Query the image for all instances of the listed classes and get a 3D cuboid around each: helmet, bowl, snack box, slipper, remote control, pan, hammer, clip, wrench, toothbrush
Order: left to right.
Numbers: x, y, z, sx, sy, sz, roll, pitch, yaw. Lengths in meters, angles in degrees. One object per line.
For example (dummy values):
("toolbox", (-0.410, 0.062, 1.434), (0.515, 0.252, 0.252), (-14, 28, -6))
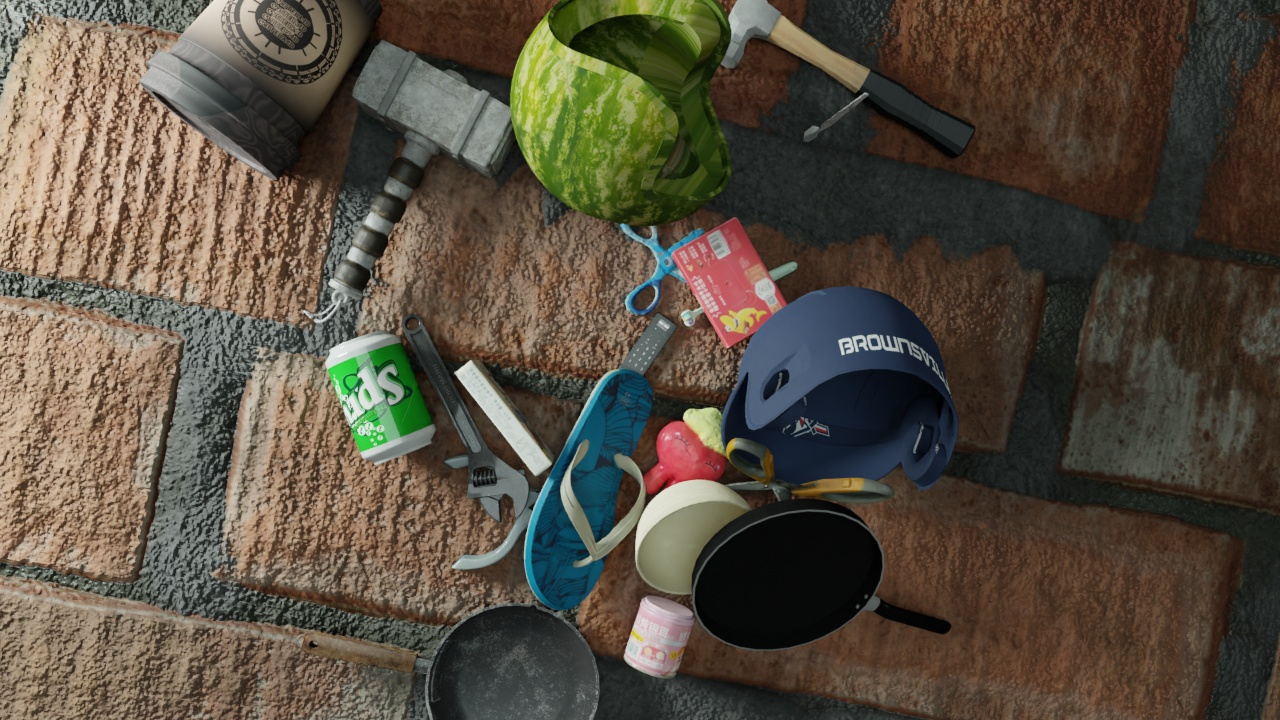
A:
("hammer", (-0.284, -0.183, 1.053), (0.177, 0.079, 0.326), (27, 89, -4))
("pan", (-0.225, 0.366, 1.084), (0.357, 0.040, 0.207), (15, 90, -3))
("wrench", (-0.210, 0.065, 1.074), (0.073, 0.018, 0.273), (-28, 83, -5))
("clip", (-0.179, 0.183, 1.090), (0.164, 0.032, 0.165), (39, 89, -4))
("snack box", (-0.155, 0.065, 1.064), (0.026, 0.082, 0.150), (-38, 93, -3))
("slipper", (-0.053, 0.152, 1.064), (0.118, 0.060, 0.294), (22, 86, -29))
("helmet", (-0.022, -0.265, 0.995), (0.243, 0.247, 0.212), (14, 56, 16))
("remote control", (-0.007, 0.006, 1.109), (0.030, 0.009, 0.140), (35, 88, -4))
("bowl", (0.061, 0.194, 1.071), (0.150, 0.075, 0.151), (-7, 127, -9))
("snack box", (0.108, -0.092, 1.095), (0.089, 0.021, 0.133), (-30, 88, -4))
("toothbrush", (0.121, -0.083, 1.114), (0.154, 0.015, 0.022), (-27, 118, -3))
("helmet", (0.211, 0.043, 1.030), (0.232, 0.222, 0.273), (20, 121, -15))
("pan", (0.225, 0.271, 1.085), (0.356, 0.034, 0.226), (20, 117, -21))
("toothbrush", (0.219, -0.277, 1.036), (0.010, 0.181, 0.010), (9, 86, -10))
("hammer", (0.256, -0.346, 1.111), (0.328, 0.039, 0.131), (30, 87, -4))

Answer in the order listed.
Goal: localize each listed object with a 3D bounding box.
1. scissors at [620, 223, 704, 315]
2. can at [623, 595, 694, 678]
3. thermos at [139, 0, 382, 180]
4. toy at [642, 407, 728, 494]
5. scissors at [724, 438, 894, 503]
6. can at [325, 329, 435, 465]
("scissors", (0.021, -0.115, 1.111), (0.134, 0.011, 0.140), (35, 88, -5))
("can", (0.023, 0.326, 1.086), (0.067, 0.067, 0.076), (18, 89, -4))
("thermos", (-0.403, -0.338, 1.006), (0.172, 0.173, 0.226), (34, 82, -4))
("toy", (0.058, 0.114, 1.096), (0.091, 0.045, 0.135), (44, 95, -8))
("scissors", (0.160, 0.133, 1.023), (0.229, 0.226, 0.016), (38, 57, -43))
("can", (-0.297, 0.042, 1.050), (0.088, 0.088, 0.140), (-21, 92, -4))
